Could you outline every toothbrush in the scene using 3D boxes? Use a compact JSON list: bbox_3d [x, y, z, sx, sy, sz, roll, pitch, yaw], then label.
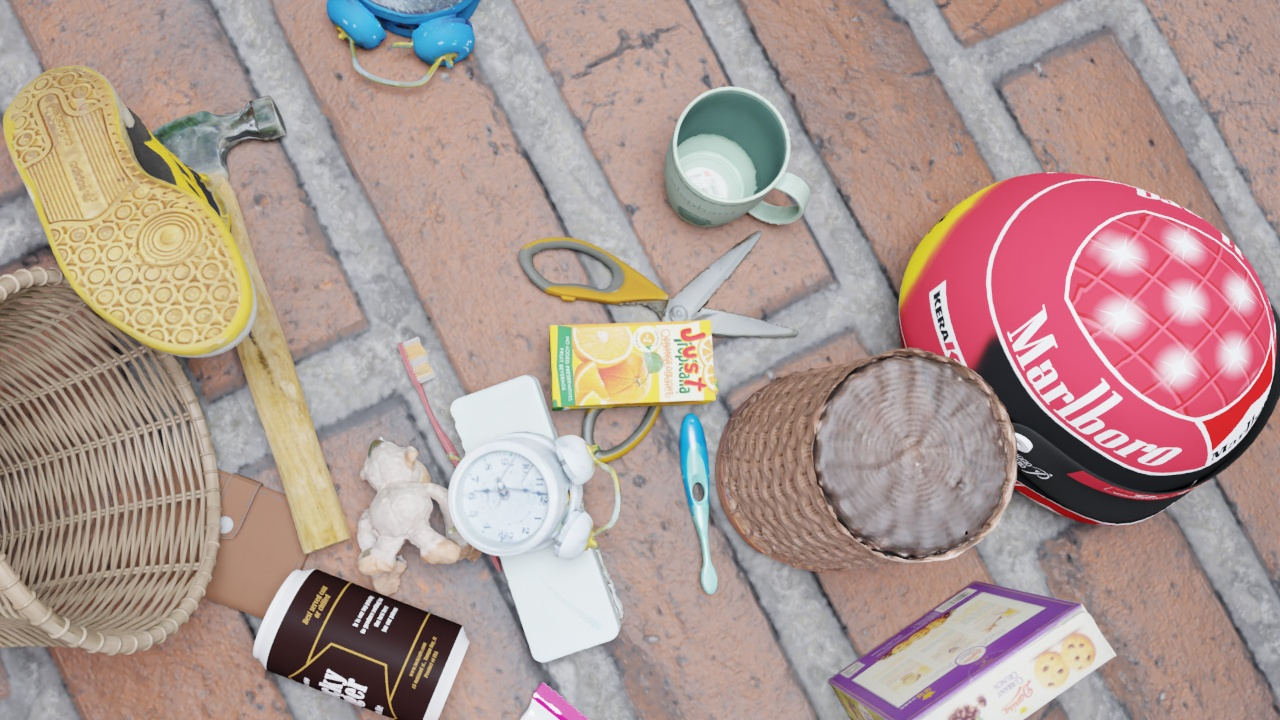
[{"bbox_3d":[0.045,0.107,0.692,0.022,0.017,0.135,-5,81,-7],"label":"toothbrush"},{"bbox_3d":[-0.136,0.069,0.675,0.016,0.015,0.184,-23,87,1],"label":"toothbrush"}]

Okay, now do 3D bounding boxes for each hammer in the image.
[{"bbox_3d":[-0.278,-0.023,0.657,0.132,0.033,0.330,-20,83,-10],"label":"hammer"}]

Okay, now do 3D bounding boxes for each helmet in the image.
[{"bbox_3d":[0.310,-0.006,0.631,0.271,0.225,0.197,45,80,2],"label":"helmet"}]

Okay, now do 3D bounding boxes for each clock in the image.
[{"bbox_3d":[-0.175,-0.287,0.694,0.117,0.060,0.161,14,83,-6],"label":"clock"},{"bbox_3d":[-0.070,0.089,0.610,0.118,0.057,0.083,-1,87,10],"label":"clock"}]

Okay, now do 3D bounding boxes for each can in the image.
[{"bbox_3d":[-0.187,0.195,0.625,0.128,0.072,0.072,22,81,-3],"label":"can"}]

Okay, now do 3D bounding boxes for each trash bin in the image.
[{"bbox_3d":[0.143,0.073,0.608,0.151,0.210,0.151,1,83,-6],"label":"trash bin"}]

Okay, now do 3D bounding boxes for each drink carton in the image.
[{"bbox_3d":[-0.004,0.004,0.668,0.122,0.041,0.058,-2,83,-7],"label":"drink carton"}]

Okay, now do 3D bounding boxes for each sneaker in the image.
[{"bbox_3d":[-0.296,-0.070,0.573,0.086,0.122,0.238,-36,68,-11],"label":"sneaker"}]

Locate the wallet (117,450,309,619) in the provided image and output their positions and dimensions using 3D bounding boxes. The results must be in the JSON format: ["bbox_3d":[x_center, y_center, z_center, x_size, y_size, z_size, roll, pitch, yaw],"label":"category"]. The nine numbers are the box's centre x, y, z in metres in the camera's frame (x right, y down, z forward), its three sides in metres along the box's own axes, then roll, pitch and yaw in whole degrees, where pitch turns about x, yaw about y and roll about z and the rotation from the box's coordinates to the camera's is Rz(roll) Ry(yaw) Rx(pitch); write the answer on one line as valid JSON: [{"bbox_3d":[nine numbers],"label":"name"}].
[{"bbox_3d":[-0.297,0.125,0.650,0.121,0.013,0.087,22,81,-3],"label":"wallet"}]

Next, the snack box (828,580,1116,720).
[{"bbox_3d":[0.218,0.212,0.630,0.143,0.148,0.040,-30,86,-9],"label":"snack box"}]

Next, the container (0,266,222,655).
[{"bbox_3d":[-0.401,0.080,0.541,0.196,0.227,0.227,-16,85,3],"label":"container"}]

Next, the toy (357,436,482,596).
[{"bbox_3d":[-0.171,0.106,0.647,0.085,0.074,0.106,-23,80,7],"label":"toy"}]

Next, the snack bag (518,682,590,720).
[{"bbox_3d":[-0.104,0.328,0.645,0.070,0.016,0.196,38,81,0],"label":"snack bag"}]

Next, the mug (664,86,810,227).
[{"bbox_3d":[0.071,-0.135,0.679,0.111,0.104,0.084,26,80,-2],"label":"mug"}]

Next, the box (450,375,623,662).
[{"bbox_3d":[-0.076,0.112,0.659,0.085,0.071,0.199,-19,86,-28],"label":"box"}]

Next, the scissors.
[{"bbox_3d":[0.009,-0.019,0.702,0.225,0.016,0.226,13,82,-5],"label":"scissors"}]
